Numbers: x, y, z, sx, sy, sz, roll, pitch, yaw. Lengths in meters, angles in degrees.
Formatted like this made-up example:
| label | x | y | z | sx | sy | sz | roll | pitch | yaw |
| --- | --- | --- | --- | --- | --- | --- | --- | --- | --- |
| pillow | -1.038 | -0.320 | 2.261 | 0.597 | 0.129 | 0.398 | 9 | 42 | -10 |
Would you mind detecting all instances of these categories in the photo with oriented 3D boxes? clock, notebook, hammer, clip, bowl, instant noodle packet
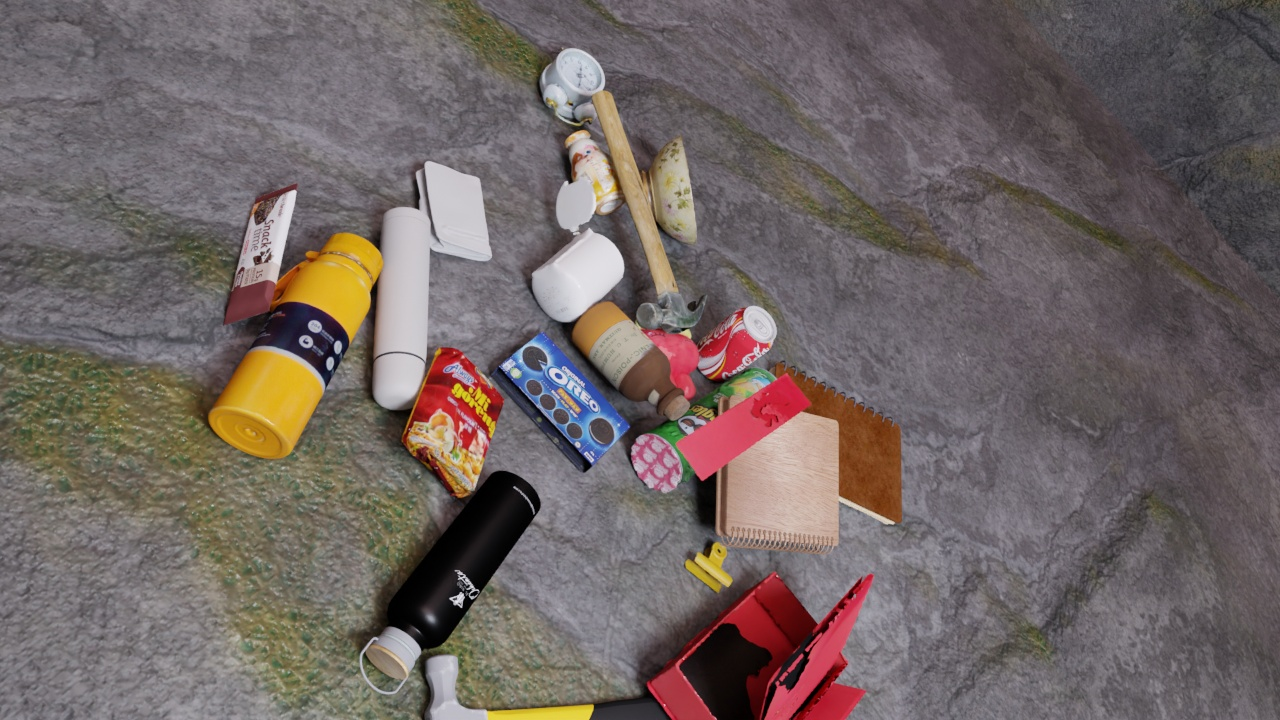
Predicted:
| label | x | y | z | sx | sy | sz | roll | pitch | yaw |
| --- | --- | --- | --- | --- | --- | --- | --- | --- | --- |
| clock | -0.094 | -0.368 | 1.253 | 0.083 | 0.057 | 0.117 | 18 | 61 | -26 |
| notebook | 0.261 | 0.109 | 1.233 | 0.225 | 0.024 | 0.167 | 26 | 52 | -21 |
| hammer | 0.000 | -0.188 | 1.144 | 0.132 | 0.033 | 0.330 | 1 | 67 | -53 |
| notebook | 0.167 | 0.141 | 1.093 | 0.210 | 0.022 | 0.169 | 14 | 72 | -41 |
| clip | 0.082 | 0.227 | 1.030 | 0.054 | 0.044 | 0.049 | 39 | 72 | -8 |
| bowl | 0.034 | -0.222 | 1.227 | 0.063 | 0.145 | 0.145 | -9 | 63 | 1 |
| hammer | -0.047 | 0.340 | 0.870 | 0.323 | 0.029 | 0.127 | 9 | 58 | -32 |
| instant noodle packet | -0.184 | 0.062 | 0.912 | 0.098 | 0.040 | 0.135 | 53 | 36 | -39 |

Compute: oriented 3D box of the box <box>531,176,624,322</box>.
| label | x | y | z | sx | sy | sz | roll | pitch | yaw |
| --- | --- | --- | --- | --- | --- | --- | --- | --- | --- |
| box | -0.082 | -0.134 | 1.088 | 0.143 | 0.083 | 0.137 | 56 | 45 | -11 |

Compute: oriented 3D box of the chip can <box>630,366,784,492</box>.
| label | x | y | z | sx | sy | sz | roll | pitch | yaw |
| --- | --- | --- | --- | --- | --- | --- | --- | --- | --- |
| chip can | 0.087 | 0.078 | 1.094 | 0.222 | 0.076 | 0.075 | -28 | 81 | -43 |

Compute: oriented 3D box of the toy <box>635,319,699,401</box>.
| label | x | y | z | sx | sy | sz | roll | pitch | yaw |
| --- | --- | --- | --- | --- | --- | --- | --- | --- | --- |
| toy | 0.034 | -0.009 | 1.128 | 0.091 | 0.045 | 0.135 | 12 | 51 | -27 |

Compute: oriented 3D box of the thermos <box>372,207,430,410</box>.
| label | x | y | z | sx | sy | sz | roll | pitch | yaw |
| --- | --- | --- | --- | --- | --- | --- | --- | --- | --- |
| thermos | -0.247 | -0.055 | 0.951 | 0.052 | 0.052 | 0.223 | 12 | 57 | -30 |

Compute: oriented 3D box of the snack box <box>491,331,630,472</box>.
| label | x | y | z | sx | sy | sz | roll | pitch | yaw |
| --- | --- | --- | --- | --- | --- | --- | --- | --- | --- |
| snack box | -0.086 | 0.045 | 1.021 | 0.150 | 0.027 | 0.082 | 47 | 46 | -2 |

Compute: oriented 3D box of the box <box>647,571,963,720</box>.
| label | x | y | z | sx | sy | sz | roll | pitch | yaw |
| --- | --- | --- | --- | --- | --- | --- | --- | --- | --- |
| box | 0.260 | 0.409 | 0.871 | 0.511 | 0.141 | 0.214 | 37 | 35 | 23 |

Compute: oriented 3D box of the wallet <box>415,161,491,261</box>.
| label | x | y | z | sx | sy | sz | roll | pitch | yaw |
| --- | --- | --- | --- | --- | --- | --- | --- | --- | --- |
| wallet | -0.216 | -0.170 | 1.063 | 0.086 | 0.032 | 0.116 | 15 | 53 | -41 |

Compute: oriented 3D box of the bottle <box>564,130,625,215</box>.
| label | x | y | z | sx | sy | sz | roll | pitch | yaw |
| --- | --- | --- | --- | --- | --- | --- | --- | --- | --- |
| bottle | -0.060 | -0.246 | 1.195 | 0.063 | 0.063 | 0.109 | -16 | 75 | -41 |

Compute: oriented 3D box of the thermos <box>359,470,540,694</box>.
| label | x | y | z | sx | sy | sz | roll | pitch | yaw |
| --- | --- | --- | --- | --- | --- | --- | --- | --- | --- |
| thermos | -0.175 | 0.200 | 0.839 | 0.061 | 0.061 | 0.230 | 42 | 47 | -7 |

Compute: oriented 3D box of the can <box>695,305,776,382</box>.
| label | x | y | z | sx | sy | sz | roll | pitch | yaw |
| --- | --- | --- | --- | --- | --- | --- | --- | --- | --- |
| can | 0.119 | -0.021 | 1.155 | 0.064 | 0.105 | 0.064 | 18 | 54 | -26 |

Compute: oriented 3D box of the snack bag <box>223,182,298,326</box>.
| label | x | y | z | sx | sy | sz | roll | pitch | yaw |
| --- | --- | --- | --- | --- | --- | --- | --- | --- | --- |
| snack bag | -0.371 | -0.107 | 0.898 | 0.013 | 0.057 | 0.157 | 50 | 33 | -52 |

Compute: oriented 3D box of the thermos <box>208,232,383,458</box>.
| label | x | y | z | sx | sy | sz | roll | pitch | yaw |
| --- | --- | --- | --- | --- | --- | --- | --- | --- | --- |
| thermos | -0.322 | -0.026 | 0.865 | 0.091 | 0.076 | 0.232 | 28 | 51 | -15 |

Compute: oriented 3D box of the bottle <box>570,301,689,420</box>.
| label | x | y | z | sx | sy | sz | roll | pitch | yaw |
| --- | --- | --- | --- | --- | --- | --- | --- | --- | --- |
| bottle | -0.006 | 0.006 | 1.047 | 0.067 | 0.068 | 0.157 | -24 | 61 | -42 |
